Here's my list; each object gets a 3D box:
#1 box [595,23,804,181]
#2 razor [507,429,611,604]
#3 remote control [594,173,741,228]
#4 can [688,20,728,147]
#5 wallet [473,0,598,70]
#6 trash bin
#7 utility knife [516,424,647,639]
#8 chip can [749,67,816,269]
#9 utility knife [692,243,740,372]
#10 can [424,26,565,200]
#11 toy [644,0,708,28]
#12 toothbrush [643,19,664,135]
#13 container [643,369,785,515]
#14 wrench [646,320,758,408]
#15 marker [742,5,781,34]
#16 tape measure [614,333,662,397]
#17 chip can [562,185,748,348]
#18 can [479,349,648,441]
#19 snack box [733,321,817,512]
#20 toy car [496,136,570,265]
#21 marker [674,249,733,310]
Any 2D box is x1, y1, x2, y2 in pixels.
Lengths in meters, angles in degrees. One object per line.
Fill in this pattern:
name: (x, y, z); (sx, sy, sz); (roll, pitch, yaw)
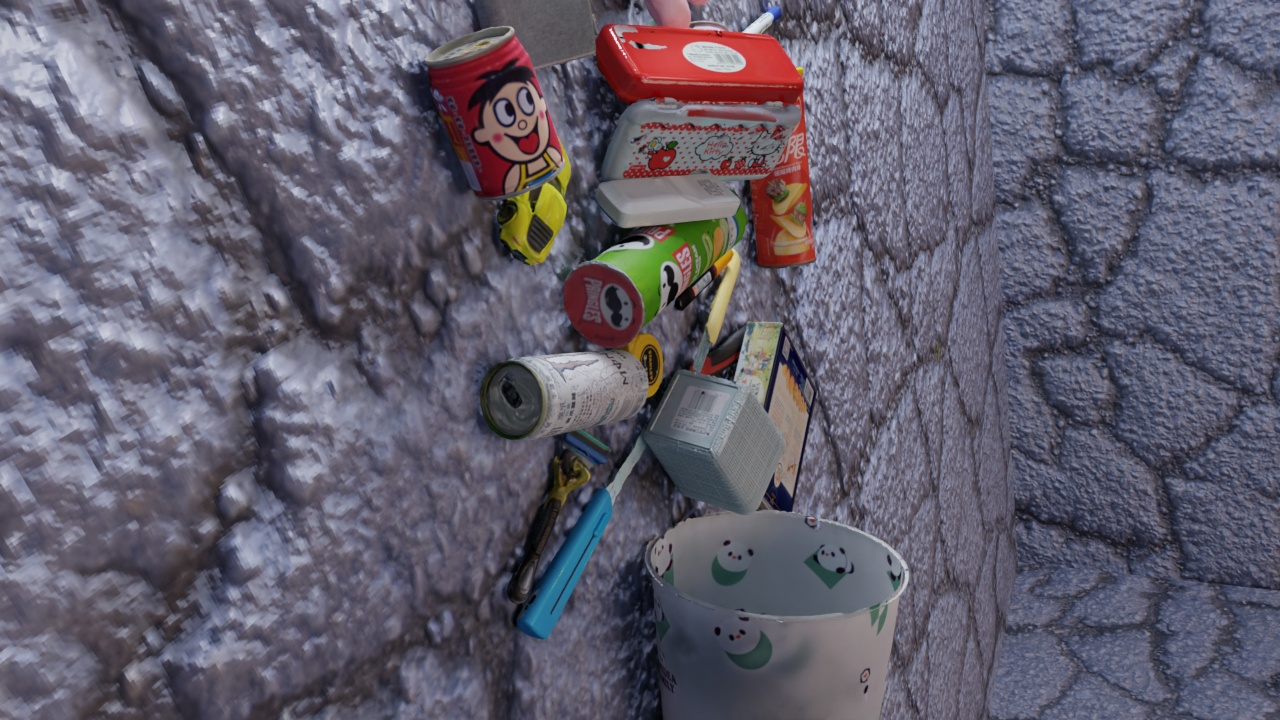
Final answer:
box: (0.046, -0.221, 0.809); (0.201, 0.100, 0.110); (-10, 62, -35)
razor: (-0.067, 0.118, 0.694); (0.042, 0.022, 0.142); (34, 61, -19)
remote control: (0.024, -0.137, 0.775); (0.124, 0.049, 0.024); (-11, 138, -34)
can: (0.058, -0.249, 0.877); (0.053, 0.053, 0.134); (2, 88, -61)
wallet: (-0.081, -0.273, 0.646); (0.106, 0.037, 0.130); (-33, 118, -44)
trash bin: (0.118, 0.295, 0.842); (0.229, 0.230, 0.252); (-22, 115, -59)
utility knife: (-0.038, 0.131, 0.753); (0.233, 0.018, 0.034); (-58, 137, -45)
chip can: (0.155, -0.215, 1.035); (0.073, 0.073, 0.217); (-30, 117, -57)
utility knife: (0.082, -0.055, 0.947); (0.201, 0.021, 0.031); (-73, 146, -46)
can: (-0.094, -0.160, 0.594); (0.066, 0.067, 0.094); (-56, 136, -45)
toy: (0.009, -0.360, 0.780); (0.121, 0.054, 0.159); (-57, 132, -30)
toothbrush: (0.020, -0.277, 0.835); (0.026, 0.027, 0.224); (152, -58, -82)
container: (0.067, 0.073, 0.847); (0.089, 0.090, 0.111); (-63, 145, -20)
wrench: (0.072, 0.000, 0.947); (0.272, 0.016, 0.056); (-23, 111, -58)
marker: (0.131, -0.375, 1.041); (0.145, 0.017, 0.017); (-53, 134, -47)
tape measure: (-0.005, 0.005, 0.796); (0.057, 0.029, 0.060); (-14, 102, -59)
chip can: (0.020, -0.090, 0.796); (0.235, 0.072, 0.072); (-44, 128, -53)
can: (-0.052, 0.023, 0.681); (0.146, 0.058, 0.058); (-6, 95, -60)
snack box: (0.144, 0.076, 1.028); (0.178, 0.046, 0.182); (51, 50, -55)
toy car: (-0.072, -0.121, 0.669); (0.048, 0.032, 0.105); (41, 54, -53)
marker: (0.064, -0.084, 0.933); (0.123, 0.015, 0.018); (-48, 130, -46)
